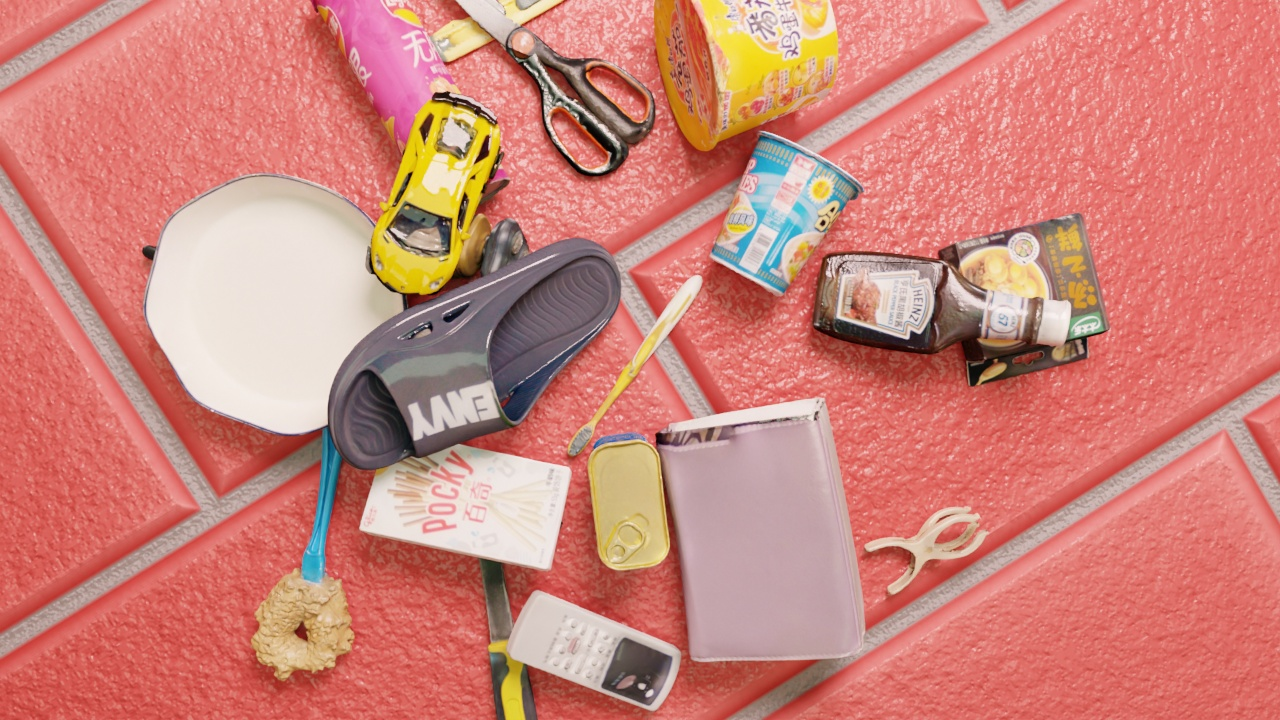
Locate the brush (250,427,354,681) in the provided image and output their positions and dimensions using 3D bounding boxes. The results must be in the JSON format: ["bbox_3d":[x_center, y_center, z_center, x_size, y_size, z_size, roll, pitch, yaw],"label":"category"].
[{"bbox_3d":[-0.271,0.143,0.774,0.083,0.046,0.254,8,88,1],"label":"brush"}]

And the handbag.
[{"bbox_3d":[0.098,0.140,0.756,0.145,0.098,0.197,-10,94,14],"label":"handbag"}]

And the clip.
[{"bbox_3d":[0.249,0.160,0.799,0.100,0.034,0.071,-30,94,7],"label":"clip"}]

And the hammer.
[{"bbox_3d":[-0.111,0.259,0.785,0.126,0.032,0.323,-9,93,-1],"label":"hammer"}]

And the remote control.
[{"bbox_3d":[-0.036,0.246,0.772,0.150,0.021,0.058,27,84,-19],"label":"remote control"}]

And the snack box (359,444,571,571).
[{"bbox_3d":[-0.141,0.114,0.749,0.157,0.027,0.084,11,74,2],"label":"snack box"}]

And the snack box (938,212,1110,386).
[{"bbox_3d":[0.329,-0.051,0.787,0.113,0.053,0.125,-14,88,-2],"label":"snack box"}]

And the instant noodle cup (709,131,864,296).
[{"bbox_3d":[0.113,-0.116,0.753,0.099,0.099,0.110,28,97,-3],"label":"instant noodle cup"}]

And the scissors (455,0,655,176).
[{"bbox_3d":[-0.097,-0.242,0.762,0.235,0.021,0.142,20,94,-8],"label":"scissors"}]

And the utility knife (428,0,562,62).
[{"bbox_3d":[-0.089,-0.307,0.775,0.210,0.022,0.031,-30,98,-6],"label":"utility knife"}]

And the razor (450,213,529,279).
[{"bbox_3d":[-0.177,-0.082,0.759,0.167,0.062,0.067,-6,69,3],"label":"razor"}]

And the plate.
[{"bbox_3d":[-0.282,-0.044,0.729,0.205,0.045,0.205,0,102,2],"label":"plate"}]

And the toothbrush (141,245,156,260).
[{"bbox_3d":[-0.315,-0.048,0.767,0.212,0.027,0.026,25,107,-2],"label":"toothbrush"}]

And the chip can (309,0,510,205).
[{"bbox_3d":[-0.186,-0.221,0.742,0.071,0.071,0.210,-30,93,-1],"label":"chip can"}]

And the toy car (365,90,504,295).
[{"bbox_3d":[-0.153,-0.122,0.687,0.071,0.041,0.155,21,83,-11],"label":"toy car"}]

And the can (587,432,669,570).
[{"bbox_3d":[-0.011,0.112,0.757,0.057,0.083,0.102,-7,93,-2],"label":"can"}]

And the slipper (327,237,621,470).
[{"bbox_3d":[-0.116,-0.004,0.710,0.267,0.083,0.111,-34,126,-17],"label":"slipper"}]

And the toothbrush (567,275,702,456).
[{"bbox_3d":[-0.005,0.005,0.786,0.016,0.018,0.191,36,90,-5],"label":"toothbrush"}]

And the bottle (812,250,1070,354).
[{"bbox_3d":[0.243,-0.043,0.749,0.195,0.044,0.080,10,94,19],"label":"bottle"}]

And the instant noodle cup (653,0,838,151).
[{"bbox_3d":[0.084,-0.247,0.728,0.109,0.138,0.138,-17,93,-10],"label":"instant noodle cup"}]
